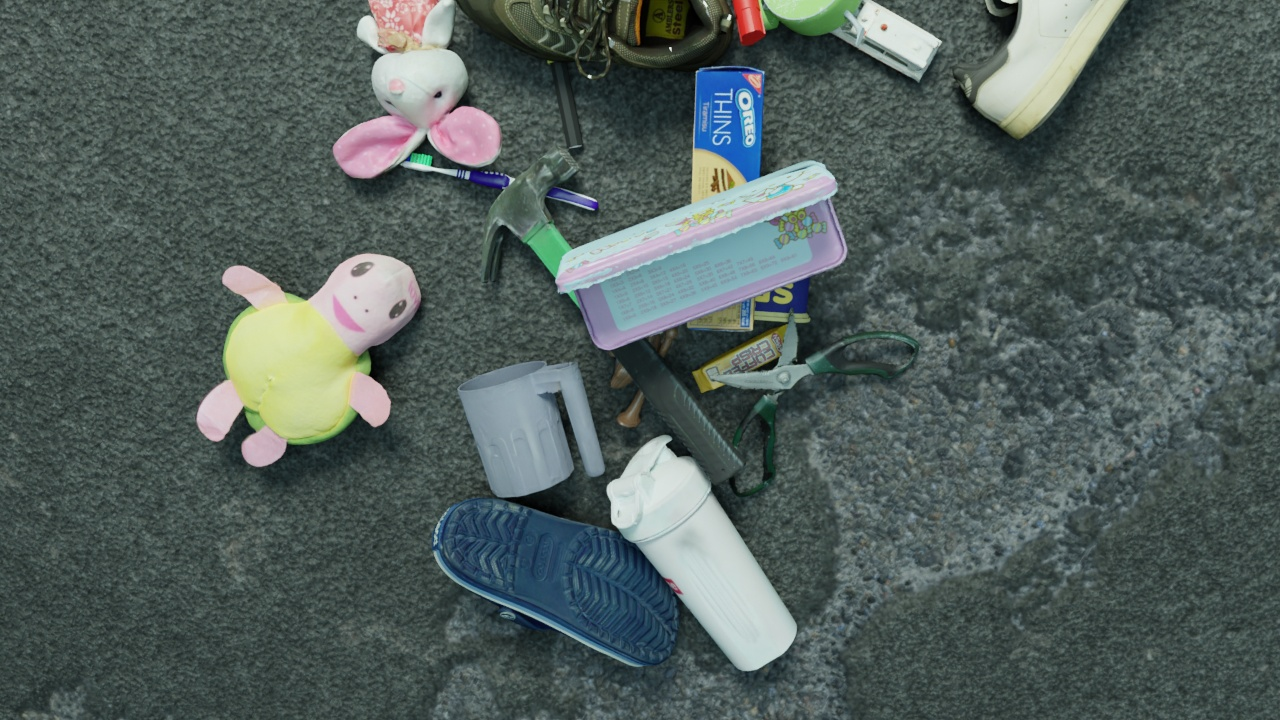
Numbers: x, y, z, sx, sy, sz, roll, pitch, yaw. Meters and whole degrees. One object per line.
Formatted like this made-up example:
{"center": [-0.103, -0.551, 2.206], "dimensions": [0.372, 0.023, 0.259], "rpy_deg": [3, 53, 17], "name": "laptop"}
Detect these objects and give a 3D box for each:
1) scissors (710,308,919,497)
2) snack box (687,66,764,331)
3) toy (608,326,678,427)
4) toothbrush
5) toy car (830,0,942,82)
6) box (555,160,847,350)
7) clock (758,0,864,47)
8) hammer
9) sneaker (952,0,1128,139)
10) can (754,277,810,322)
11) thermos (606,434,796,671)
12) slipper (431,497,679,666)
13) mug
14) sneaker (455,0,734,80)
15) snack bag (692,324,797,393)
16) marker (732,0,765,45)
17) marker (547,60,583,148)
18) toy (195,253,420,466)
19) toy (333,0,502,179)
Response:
{"center": [0.151, 0.041, 0.836], "dimensions": [0.201, 0.015, 0.202], "rpy_deg": [-1, 121, -16], "name": "scissors"}
{"center": [0.070, -0.129, 0.748], "dimensions": [0.057, 0.056, 0.207], "rpy_deg": [3, 99, 5], "name": "snack box"}
{"center": [-0.005, 0.005, 0.840], "dimensions": [0.055, 0.041, 0.102], "rpy_deg": [30, 108, 15], "name": "toy"}
{"center": [-0.129, -0.163, 0.828], "dimensions": [0.186, 0.015, 0.016], "rpy_deg": [13, 97, 0], "name": "toothbrush"}
{"center": [0.199, -0.281, 0.777], "dimensions": [0.113, 0.039, 0.039], "rpy_deg": [29, 101, -3], "name": "toy car"}
{"center": [0.047, -0.077, 0.682], "dimensions": [0.214, 0.092, 0.089], "rpy_deg": [-20, 97, 8], "name": "box"}
{"center": [0.137, -0.317, 0.759], "dimensions": [0.119, 0.042, 0.094], "rpy_deg": [24, 101, 30], "name": "clock"}
{"center": [-0.020, -0.024, 0.803], "dimensions": [0.130, 0.032, 0.318], "rpy_deg": [-40, 87, 15], "name": "hammer"}
{"center": [0.343, -0.308, 0.748], "dimensions": [0.102, 0.088, 0.242], "rpy_deg": [31, 105, 5], "name": "sneaker"}
{"center": [0.095, -0.085, 0.811], "dimensions": [0.116, 0.056, 0.092], "rpy_deg": [4, 100, 2], "name": "can"}
{"center": [0.057, 0.182, 0.845], "dimensions": [0.099, 0.099, 0.220], "rpy_deg": [-33, 101, 8], "name": "thermos"}
{"center": [-0.079, 0.203, 0.860], "dimensions": [0.252, 0.104, 0.095], "rpy_deg": [30, 144, -17], "name": "slipper"}
{"center": [-0.094, 0.059, 0.825], "dimensions": [0.124, 0.083, 0.104], "rpy_deg": [-8, 102, 30], "name": "mug"}
{"center": [-0.037, -0.274, 0.717], "dimensions": [0.238, 0.142, 0.101], "rpy_deg": [9, 108, -6], "name": "sneaker"}
{"center": [0.096, -0.001, 0.845], "dimensions": [0.099, 0.020, 0.026], "rpy_deg": [-27, 99, 8], "name": "snack bag"}
{"center": [0.079, -0.334, 0.761], "dimensions": [0.021, 0.023, 0.145], "rpy_deg": [-7, 80, -18], "name": "marker"}
{"center": [-0.071, -0.249, 0.807], "dimensions": [0.021, 0.018, 0.124], "rpy_deg": [-20, 105, -39], "name": "marker"}
{"center": [-0.301, -0.005, 0.830], "dimensions": [0.190, 0.087, 0.238], "rpy_deg": [43, 97, 0], "name": "toy"}
{"center": [-0.193, -0.255, 0.781], "dimensions": [0.159, 0.084, 0.194], "rpy_deg": [2, 102, 17], "name": "toy"}
